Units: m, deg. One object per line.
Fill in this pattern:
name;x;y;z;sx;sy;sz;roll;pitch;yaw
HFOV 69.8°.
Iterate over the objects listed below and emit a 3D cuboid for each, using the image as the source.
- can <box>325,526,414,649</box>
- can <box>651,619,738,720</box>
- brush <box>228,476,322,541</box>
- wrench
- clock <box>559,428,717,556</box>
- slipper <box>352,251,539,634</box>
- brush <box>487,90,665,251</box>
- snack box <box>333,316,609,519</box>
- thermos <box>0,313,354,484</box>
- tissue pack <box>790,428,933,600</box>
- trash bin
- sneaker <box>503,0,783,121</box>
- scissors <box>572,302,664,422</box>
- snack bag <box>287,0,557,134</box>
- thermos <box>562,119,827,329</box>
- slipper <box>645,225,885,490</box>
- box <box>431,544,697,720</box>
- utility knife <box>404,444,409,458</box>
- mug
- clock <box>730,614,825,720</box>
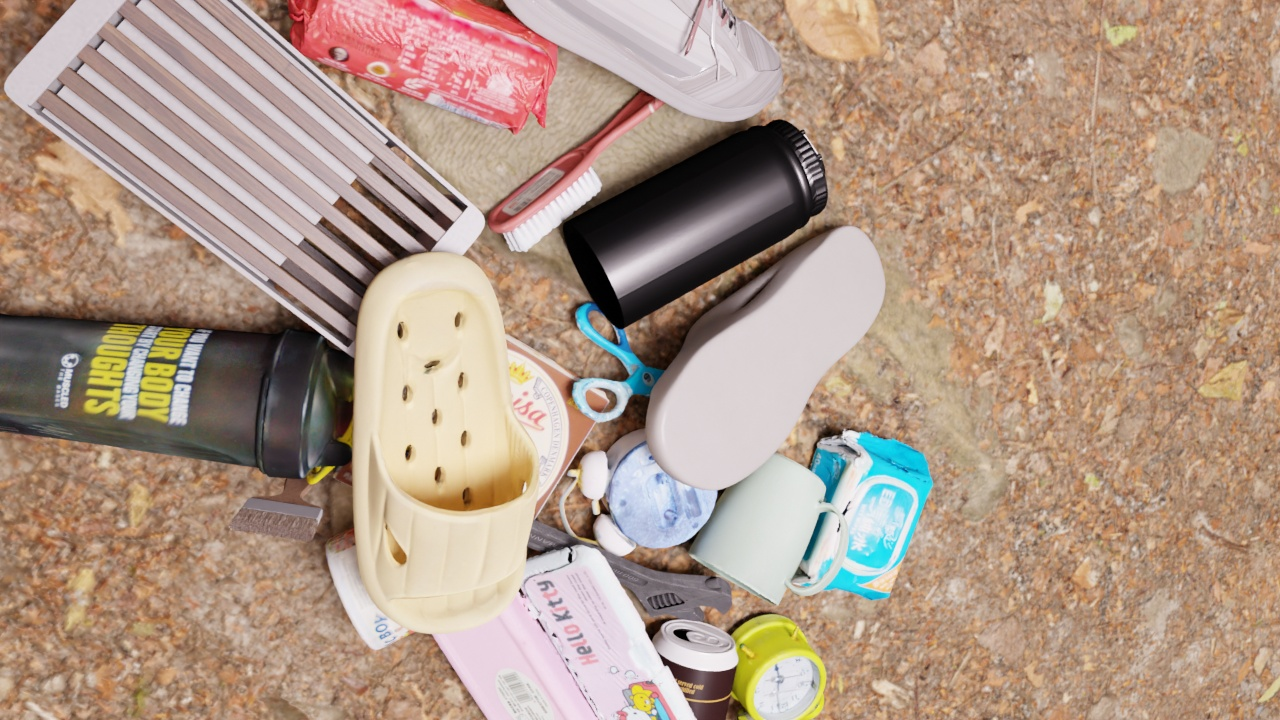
can;-0.183;0.154;0.642;0.043;0.086;0.086;-25;107;-12
can;0.034;0.285;0.751;0.072;0.072;0.128;8;98;-20
brush;-0.221;0.086;0.584;0.045;0.143;0.008;12;95;-12
wrench;-0.031;0.151;0.690;0.273;0.018;0.073;31;130;-33
clock;-0.002;0.102;0.712;0.125;0.052;0.089;-19;107;-15
slipper;-0.114;0.068;0.548;0.111;0.079;0.262;-11;114;-27
brush;-0.036;-0.141;0.663;0.172;0.041;0.030;-42;128;-9
snack box;-0.121;0.051;0.666;0.143;0.041;0.147;32;90;-21
thermos;-0.288;0.021;0.571;0.220;0.098;0.098;7;98;-12
tissue pack;0.183;0.131;0.776;0.092;0.062;0.144;17;95;-21
trash bin;-0.224;-0.120;0.557;0.229;0.114;0.114;41;86;-21
sneaker;0.021;-0.240;0.604;0.235;0.090;0.099;13;59;-33
scissors;-0.002;0.003;0.699;0.139;0.013;0.117;2;64;-41
snack bag;-0.135;-0.205;0.589;0.176;0.082;0.082;16;95;-22
thermos;0.051;-0.107;0.670;0.198;0.086;0.086;-30;109;-11
slipper;0.088;-0.009;0.717;0.265;0.081;0.113;-46;120;-24
box;-0.056;0.237;0.691;0.153;0.037;0.201;-21;109;20
utility knife;-0.152;0.105;0.637;0.030;0.017;0.159;-12;108;-5
mug;0.110;0.136;0.728;0.104;0.111;0.084;-59;144;-11
clock;0.115;0.277;0.786;0.083;0.057;0.119;-17;112;-16
